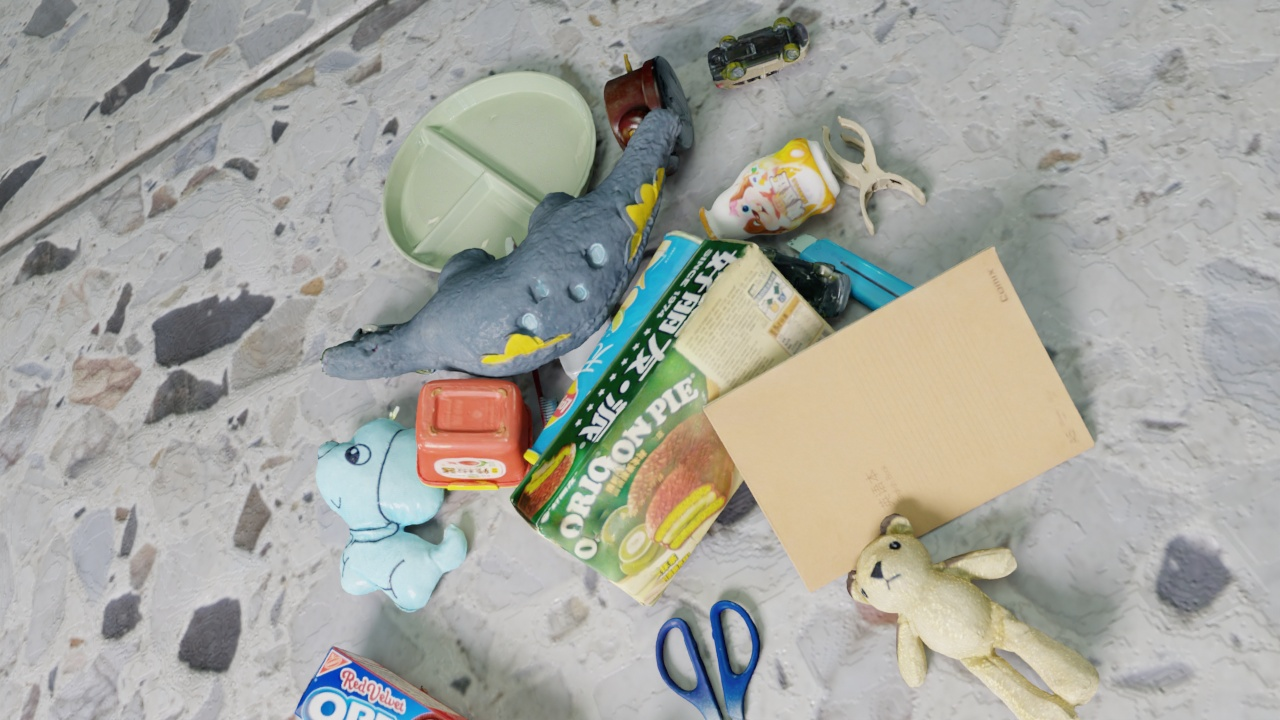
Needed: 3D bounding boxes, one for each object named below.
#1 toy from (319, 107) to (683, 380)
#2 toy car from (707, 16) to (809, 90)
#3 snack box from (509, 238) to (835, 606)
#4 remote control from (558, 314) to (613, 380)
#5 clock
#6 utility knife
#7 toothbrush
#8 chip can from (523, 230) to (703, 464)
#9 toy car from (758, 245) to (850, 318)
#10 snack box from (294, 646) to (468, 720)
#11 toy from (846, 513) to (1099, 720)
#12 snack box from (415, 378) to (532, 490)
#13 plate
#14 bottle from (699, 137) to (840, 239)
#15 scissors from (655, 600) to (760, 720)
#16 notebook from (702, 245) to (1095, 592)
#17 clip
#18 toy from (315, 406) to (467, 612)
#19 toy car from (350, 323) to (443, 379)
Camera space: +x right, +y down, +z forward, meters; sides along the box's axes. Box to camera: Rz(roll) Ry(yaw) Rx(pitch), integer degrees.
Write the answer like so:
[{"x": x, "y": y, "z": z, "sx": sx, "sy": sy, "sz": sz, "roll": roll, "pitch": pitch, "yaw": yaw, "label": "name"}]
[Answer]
[{"x": -0.094, "y": -0.059, "z": 0.728, "sx": 0.356, "sy": 0.091, "sz": 0.137, "roll": -33, "pitch": 66, "yaw": 5, "label": "toy"}, {"x": 0.106, "y": -0.271, "z": 0.816, "sx": 0.090, "sy": 0.035, "sz": 0.042, "roll": -16, "pitch": 62, "yaw": 15, "label": "toy car"}, {"x": 0.028, "y": 0.041, "z": 0.643, "sx": 0.240, "sy": 0.114, "sz": 0.063, "roll": -53, "pitch": 29, "yaw": -7, "label": "snack box"}, {"x": -0.059, "y": -0.045, "z": 0.784, "sx": 0.056, "sy": 0.020, "sz": 0.136, "roll": -31, "pitch": 58, "yaw": 5, "label": "remote control"}, {"x": 0.008, "y": -0.207, "z": 0.799, "sx": 0.055, "sy": 0.082, "sz": 0.121, "roll": -14, "pitch": 60, "yaw": 21, "label": "clock"}, {"x": 0.174, "y": -0.056, "z": 0.694, "sx": 0.034, "sy": 0.018, "sz": 0.161, "roll": -48, "pitch": 56, "yaw": -4, "label": "utility knife"}, {"x": -0.091, "y": -0.025, "z": 0.777, "sx": 0.017, "sy": 0.016, "sz": 0.187, "roll": -16, "pitch": 69, "yaw": 6, "label": "toothbrush"}, {"x": -0.004, "y": 0.004, "z": 0.707, "sx": 0.071, "sy": 0.071, "sz": 0.210, "roll": 25, "pitch": 78, "yaw": 30, "label": "chip can"}, {"x": 0.120, "y": -0.061, "z": 0.705, "sx": 0.091, "sy": 0.034, "sz": 0.043, "roll": 22, "pitch": 114, "yaw": 38, "label": "toy car"}, {"x": -0.149, "y": 0.273, "z": 0.647, "sx": 0.208, "sy": 0.058, "sz": 0.057, "roll": 19, "pitch": 71, "yaw": 29, "label": "snack box"}, {"x": 0.195, "y": 0.160, "z": 0.552, "sx": 0.157, "sy": 0.066, "sz": 0.105, "roll": 37, "pitch": 101, "yaw": 39, "label": "toy"}, {"x": -0.131, "y": 0.053, "z": 0.717, "sx": 0.091, "sy": 0.080, "sz": 0.081, "roll": 0, "pitch": 63, "yaw": -5, "label": "snack box"}, {"x": -0.144, "y": -0.179, "z": 0.881, "sx": 0.230, "sy": 0.027, "sz": 0.229, "roll": -9, "pitch": 63, "yaw": 18, "label": "plate"}, {"x": 0.102, "y": -0.130, "z": 0.734, "sx": 0.108, "sy": 0.063, "sz": 0.063, "roll": -26, "pitch": 58, "yaw": 18, "label": "bottle"}, {"x": 0.068, "y": 0.239, "z": 0.600, "sx": 0.126, "sy": 0.012, "sz": 0.173, "roll": -46, "pitch": 59, "yaw": -3, "label": "scissors"}, {"x": 0.169, "y": 0.042, "z": 0.602, "sx": 0.211, "sy": 0.012, "sz": 0.149, "roll": -30, "pitch": 96, "yaw": 7, "label": "notebook"}, {"x": 0.179, "y": -0.150, "z": 0.729, "sx": 0.070, "sy": 0.034, "sz": 0.099, "roll": -30, "pitch": 63, "yaw": 6, "label": "clip"}, {"x": -0.207, "y": 0.116, "z": 0.752, "sx": 0.161, "sy": 0.050, "sz": 0.156, "roll": 11, "pitch": 68, "yaw": 16, "label": "toy"}, {"x": -0.217, "y": -0.008, "z": 0.826, "sx": 0.106, "sy": 0.031, "sz": 0.048, "roll": -2, "pitch": 64, "yaw": 20, "label": "toy car"}]
